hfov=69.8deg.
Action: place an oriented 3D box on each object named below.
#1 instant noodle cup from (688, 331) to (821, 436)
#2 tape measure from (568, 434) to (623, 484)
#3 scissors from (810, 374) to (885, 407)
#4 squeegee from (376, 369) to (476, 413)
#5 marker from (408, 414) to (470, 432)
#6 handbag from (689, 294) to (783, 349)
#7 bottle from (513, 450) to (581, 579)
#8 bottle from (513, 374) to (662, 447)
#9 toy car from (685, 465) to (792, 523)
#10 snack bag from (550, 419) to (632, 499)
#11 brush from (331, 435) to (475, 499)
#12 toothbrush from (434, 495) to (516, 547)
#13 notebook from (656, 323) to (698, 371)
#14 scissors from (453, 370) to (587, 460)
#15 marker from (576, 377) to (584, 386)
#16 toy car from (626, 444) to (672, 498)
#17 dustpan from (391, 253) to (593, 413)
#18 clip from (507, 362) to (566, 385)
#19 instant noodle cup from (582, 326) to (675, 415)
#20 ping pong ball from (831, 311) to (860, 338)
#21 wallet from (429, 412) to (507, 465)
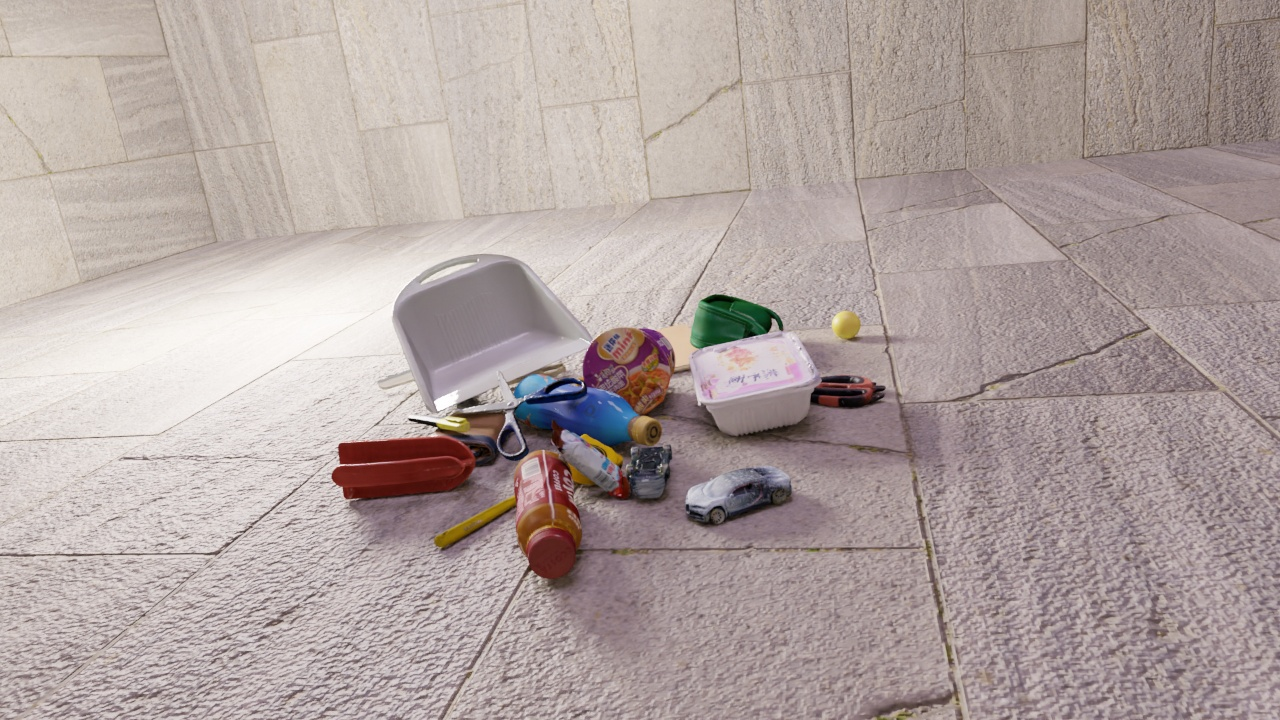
[{"bbox_3d":[0.133,0.029,1.068,0.138,0.060,0.173,-12,22,3],"label":"instant noodle cup"},{"bbox_3d":[-0.054,0.108,0.960,0.060,0.029,0.057,26,32,26],"label":"tape measure"},{"bbox_3d":[0.196,0.028,1.146,0.176,0.015,0.210,-13,18,-15],"label":"scissors"},{"bbox_3d":[-0.241,0.037,1.254,0.246,0.039,0.246,-20,20,-7],"label":"squeegee"},{"bbox_3d":[-0.238,0.071,1.077,0.018,0.015,0.124,-17,14,-41],"label":"marker"},{"bbox_3d":[0.136,-0.046,1.309,0.120,0.068,0.131,18,14,16],"label":"handbag"},{"bbox_3d":[-0.085,0.138,0.832,0.057,0.057,0.175,-9,17,-6],"label":"bottle"},{"bbox_3d":[-0.062,0.063,1.056,0.065,0.065,0.219,-21,22,-39],"label":"bottle"},{"bbox_3d":[0.090,0.122,0.857,0.105,0.031,0.049,-15,18,-20],"label":"toy car"},{"bbox_3d":[-0.050,0.100,0.907,0.026,0.105,0.045,-43,21,20],"label":"snack bag"},{"bbox_3d":[-0.248,0.113,0.974,0.146,0.063,0.069,-4,6,4],"label":"brush"},{"bbox_3d":[-0.131,0.138,0.919,0.016,0.016,0.189,5,21,38],"label":"toothbrush"},{"bbox_3d":[0.028,-0.014,1.360,0.149,0.012,0.211,-12,17,-13],"label":"notebook"},{"bbox_3d":[-0.140,0.055,1.043,0.176,0.012,0.162,-14,38,14],"label":"scissors"},{"bbox_3d":[-0.027,0.030,1.231,0.124,0.015,0.018,-1,23,15],"label":"marker"},{"bbox_3d":[0.011,0.110,0.924,0.043,0.034,0.090,-8,15,6],"label":"toy car"},{"bbox_3d":[-0.218,-0.059,1.214,0.222,0.143,0.258,-24,15,-16],"label":"dustpan"},{"bbox_3d":[-0.159,0.011,1.318,0.100,0.035,0.076,-16,19,-11],"label":"clip"},{"bbox_3d":[-0.007,0.007,1.159,0.112,0.111,0.099,-3,8,14],"label":"instant noodle cup"},{"bbox_3d":[0.295,-0.051,1.316,0.040,0.040,0.040,-7,17,2],"label":"ping pong ball"},{"bbox_3d":[-0.203,0.090,1.083,0.090,0.033,0.115,-3,16,6],"label":"wallet"}]
